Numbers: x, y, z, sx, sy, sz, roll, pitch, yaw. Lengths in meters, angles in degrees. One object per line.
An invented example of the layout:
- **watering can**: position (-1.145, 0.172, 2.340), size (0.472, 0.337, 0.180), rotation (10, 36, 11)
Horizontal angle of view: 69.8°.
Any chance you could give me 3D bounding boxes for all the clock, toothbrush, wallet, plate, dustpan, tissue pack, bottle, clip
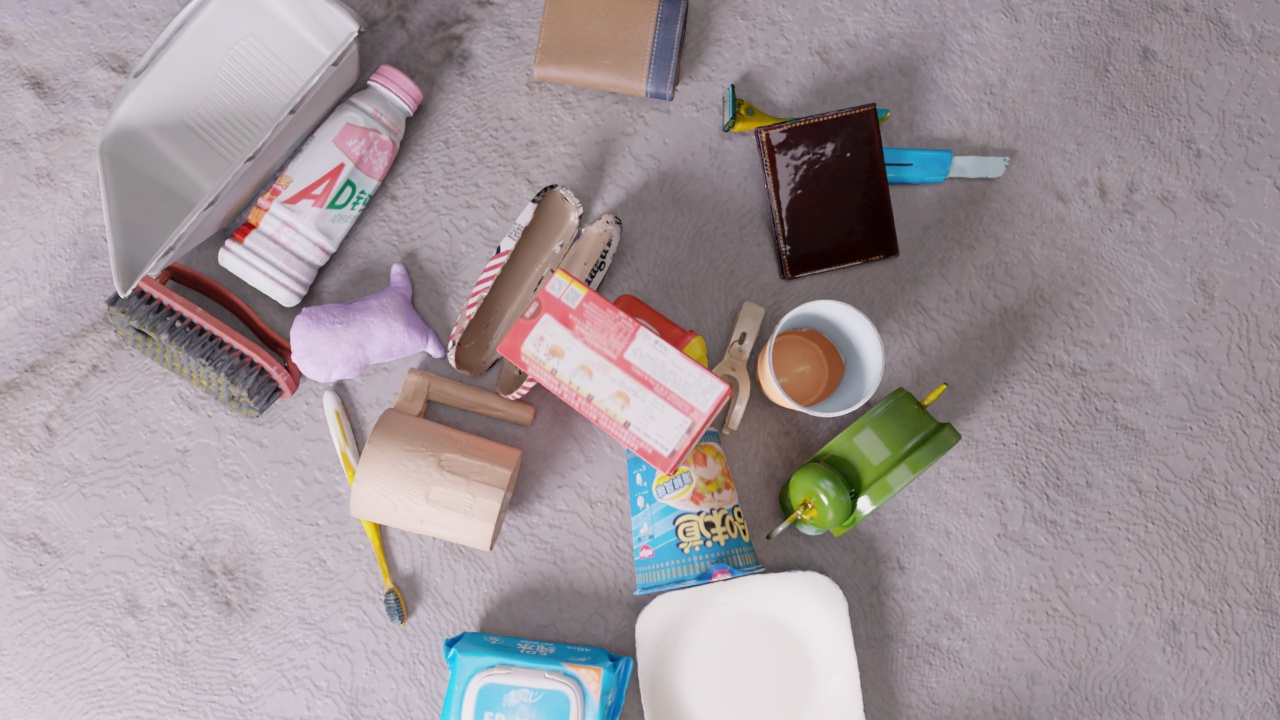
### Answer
- **clock**: position (0.157, 0.082, 0.668), size (0.161, 0.116, 0.056), rotation (-37, 76, -7)
- **toothbrush**: position (-0.212, 0.113, 0.703), size (0.016, 0.018, 0.191), rotation (-18, 86, -5)
- **wallet**: position (-0.022, -0.256, 0.732), size (0.115, 0.033, 0.090), rotation (8, 82, 0)
- **plate**: position (0.081, 0.242, 0.689), size (0.163, 0.034, 0.164), rotation (-8, 88, -2)
- **dustpan**: position (-0.305, -0.190, 0.635), size (0.142, 0.257, 0.223), rotation (42, 94, -17)
- **tissue pack**: position (-0.080, 0.253, 0.672), size (0.140, 0.063, 0.090), rotation (8, 85, 0)
- **bottle**: position (-0.237, -0.137, 0.702), size (0.068, 0.068, 0.196), rotation (33, 81, 1)
- **wallet**: position (0.147, -0.131, 0.718), size (0.096, 0.020, 0.122), rotation (-12, 102, 2)
- **clip**: position (0.069, 0.011, 0.720), size (0.035, 0.083, 0.104), rotation (17, 63, 1)

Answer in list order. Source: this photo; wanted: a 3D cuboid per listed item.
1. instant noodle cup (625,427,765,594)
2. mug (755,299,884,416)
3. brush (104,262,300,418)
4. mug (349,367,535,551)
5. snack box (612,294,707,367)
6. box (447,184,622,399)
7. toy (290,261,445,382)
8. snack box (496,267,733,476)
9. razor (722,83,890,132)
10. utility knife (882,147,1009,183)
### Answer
- **instant noodle cup**: position (0.034, 0.109, 0.676), size (0.099, 0.099, 0.110), rotation (-10, 77, -2)
- **mug**: position (0.121, 0.003, 0.667), size (0.078, 0.123, 0.078), rotation (0, 86, -2)
- **brush**: position (-0.321, -0.017, 0.694), size (0.146, 0.063, 0.069), rotation (32, 56, 1)
- **mug**: position (-0.143, 0.073, 0.685), size (0.103, 0.084, 0.124), rotation (17, 59, -1)
- **snack box**: position (-0.004, 0.004, 0.691), size (0.080, 0.082, 0.091), rotation (39, 84, 15)
- **box**: position (-0.070, -0.047, 0.693), size (0.088, 0.076, 0.162), rotation (27, 83, 23)
- **toy**: position (-0.213, -0.024, 0.698), size (0.107, 0.039, 0.084), rotation (-22, 84, -21)
- **snack box**: position (-0.019, 0.007, 0.635), size (0.153, 0.025, 0.075), rotation (35, 87, 15)
- **razor**: position (0.131, -0.194, 0.731), size (0.132, 0.028, 0.043), rotation (2, 55, 2)
- **utility knife**: position (0.202, -0.157, 0.735), size (0.191, 0.018, 0.034), rotation (0, 85, -2)
